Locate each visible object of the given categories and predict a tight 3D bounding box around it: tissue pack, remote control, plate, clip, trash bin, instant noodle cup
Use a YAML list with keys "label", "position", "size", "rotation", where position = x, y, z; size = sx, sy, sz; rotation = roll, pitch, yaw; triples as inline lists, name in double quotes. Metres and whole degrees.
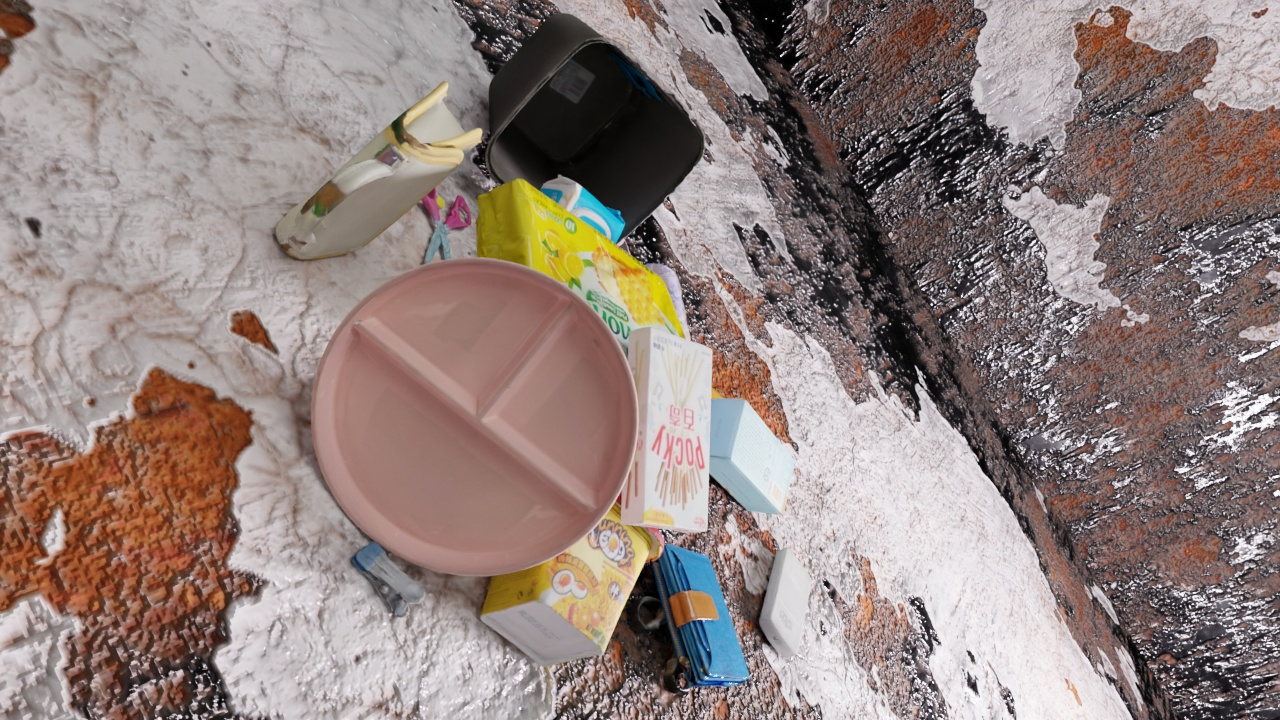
- label: "tissue pack"
  position: [-0.082, -0.117, 0.974]
  size: [0.090, 0.140, 0.063]
  rotation: [33, -8, -39]
- label: "remote control"
  position: [0.170, 0.282, 1.076]
  size: [0.058, 0.021, 0.149]
  rotation: [53, 27, -9]
- label: "plate"
  position: [-0.116, 0.041, 0.657]
  size: [0.229, 0.229, 0.028]
  rotation: [53, 2, -9]
- label: "clip"
  position: [-0.176, 0.152, 0.642]
  size: [0.057, 0.029, 0.024]
  rotation: [51, 25, 2]
- label: "trash bin"
  position: [-0.069, -0.281, 1.066]
  size: [0.199, 0.199, 0.219]
  rotation: [38, 18, -34]
- label: "instant noodle cup"
  position: [-0.060, 0.166, 0.732]
  size: [0.116, 0.116, 0.123]
  rotation: [46, 41, -23]

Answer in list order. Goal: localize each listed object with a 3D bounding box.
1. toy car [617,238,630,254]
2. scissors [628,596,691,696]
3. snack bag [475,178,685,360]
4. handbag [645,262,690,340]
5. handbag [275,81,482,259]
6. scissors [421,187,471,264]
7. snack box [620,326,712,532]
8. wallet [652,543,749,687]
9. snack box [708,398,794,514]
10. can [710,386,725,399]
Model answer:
- label: "toy car"
  position: [-0.052, -0.161, 1.158]
  size: [0.122, 0.037, 0.056]
  rotation: [51, 26, -10]
- label: "scissors"
  position: [0.041, 0.257, 0.903]
  size: [0.159, 0.014, 0.173]
  rotation: [40, 30, -36]
- label: "snack bag"
  position: [-0.046, -0.039, 0.792]
  size: [0.246, 0.068, 0.157]
  rotation: [29, 39, -43]
- label: "handbag"
  position: [-0.006, 0.006, 0.952]
  size: [0.075, 0.134, 0.193]
  rotation: [33, 35, -42]
- label: "handbag"
  position: [-0.215, -0.132, 0.718]
  size: [0.063, 0.164, 0.178]
  rotation: [50, 30, -16]
- label: "scissors"
  position: [-0.193, -0.129, 0.917]
  size: [0.105, 0.017, 0.136]
  rotation: [19, 50, -59]
- label: "snack box"
  position: [0.023, 0.057, 0.744]
  size: [0.084, 0.027, 0.156]
  rotation: [17, 69, -48]
- label: "wallet"
  position: [0.059, 0.247, 0.889]
  size: [0.106, 0.040, 0.133]
  rotation: [32, 33, -54]
- label: "snack box"
  position: [0.125, 0.115, 1.079]
  size: [0.175, 0.052, 0.074]
  rotation: [47, 51, -48]
- label: "can"
  position: [0.052, 0.041, 1.093]
  size: [0.146, 0.058, 0.058]
  rotation: [38, 33, -33]
